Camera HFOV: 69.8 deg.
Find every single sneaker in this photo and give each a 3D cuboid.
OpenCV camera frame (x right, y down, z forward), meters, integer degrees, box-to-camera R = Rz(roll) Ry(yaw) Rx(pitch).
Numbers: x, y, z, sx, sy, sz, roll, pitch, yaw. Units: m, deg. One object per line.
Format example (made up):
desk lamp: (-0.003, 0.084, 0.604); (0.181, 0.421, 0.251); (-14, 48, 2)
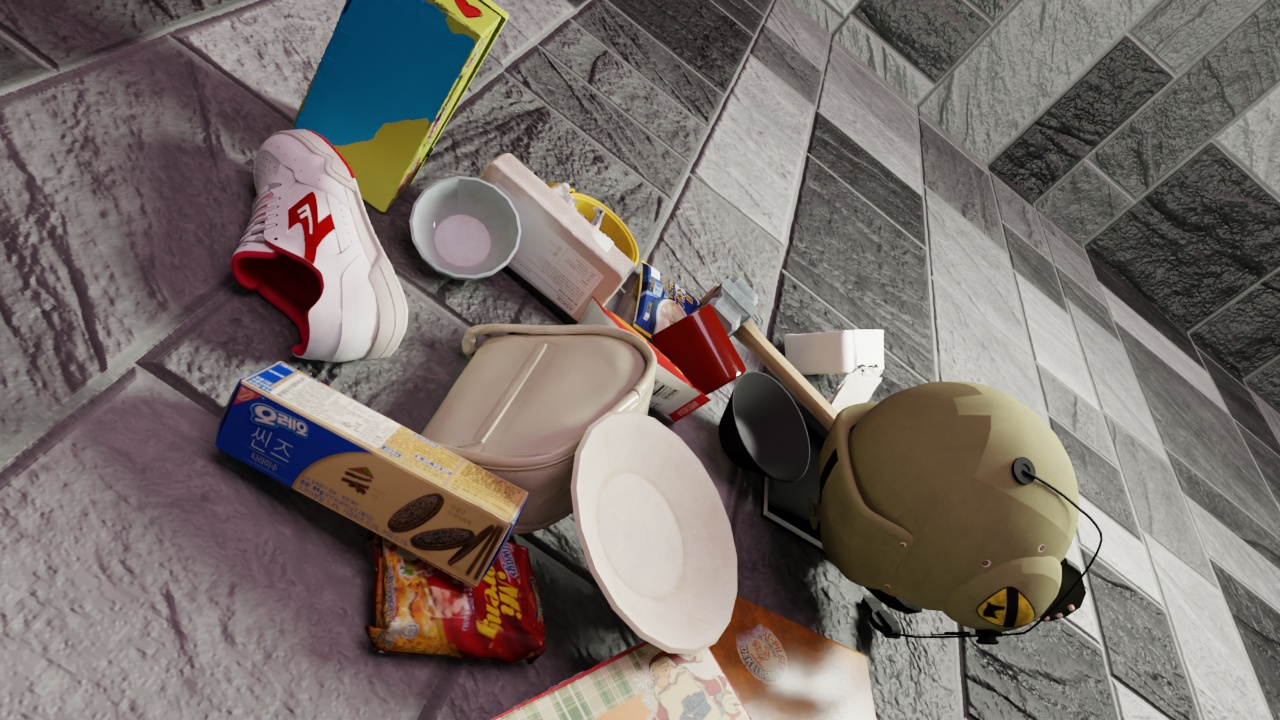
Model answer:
sneaker: (-0.286, -0.099, 0.752); (0.104, 0.091, 0.236); (-10, 63, -43)

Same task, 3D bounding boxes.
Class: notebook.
notebook: (0.202, 0.134, 1.041); (0.149, 0.016, 0.206); (32, 35, -14)
notebook: (0.106, 0.286, 0.775); (0.249, 0.014, 0.178); (29, 36, -20)

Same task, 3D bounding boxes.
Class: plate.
plate: (0.008, 0.130, 0.699); (0.188, 0.027, 0.188); (34, 42, -37)

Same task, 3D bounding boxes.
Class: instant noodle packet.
instant noodle packet: (0.030, -0.056, 1.068); (0.087, 0.026, 0.134); (34, 34, -21)
instant noodle packet: (-0.131, 0.164, 0.650); (0.135, 0.040, 0.098); (18, 34, -31)

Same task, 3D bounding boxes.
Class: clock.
clock: (-0.069, -0.143, 1.045); (0.152, 0.052, 0.113); (32, 35, -24)

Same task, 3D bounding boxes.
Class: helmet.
helmet: (0.281, 0.137, 0.880); (0.233, 0.256, 0.249); (32, 34, -21)

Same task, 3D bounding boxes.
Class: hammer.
hammer: (0.192, 0.036, 1.079); (0.323, 0.051, 0.117); (46, 28, -1)

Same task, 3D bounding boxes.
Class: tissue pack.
tissue pack: (-0.094, -0.127, 0.954); (0.181, 0.104, 0.071); (42, 32, 1)

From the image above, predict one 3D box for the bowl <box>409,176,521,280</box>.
bowl: (-0.173, -0.124, 0.901); (0.106, 0.039, 0.106); (5, 73, -15)

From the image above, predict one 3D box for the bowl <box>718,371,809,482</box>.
bowl: (0.120, 0.079, 0.976); (0.124, 0.053, 0.123); (26, 49, -35)

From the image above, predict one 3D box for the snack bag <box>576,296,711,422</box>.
snack bag: (-0.005, 0.005, 0.897); (0.144, 0.131, 0.039); (41, 72, -1)

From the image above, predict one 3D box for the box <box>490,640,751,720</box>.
box: (-0.012, 0.267, 0.628); (0.205, 0.050, 0.117); (-10, 56, -43)

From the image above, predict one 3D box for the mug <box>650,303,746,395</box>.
mug: (0.049, 0.000, 0.983); (0.105, 0.073, 0.082); (-29, 91, -14)

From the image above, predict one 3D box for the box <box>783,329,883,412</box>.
box: (0.251, 0.026, 1.164); (0.109, 0.103, 0.130); (-6, 93, -47)

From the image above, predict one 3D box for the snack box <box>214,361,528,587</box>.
snack box: (-0.184, 0.077, 0.635); (0.207, 0.057, 0.056); (28, 15, -1)

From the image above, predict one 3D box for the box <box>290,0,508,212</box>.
box: (-0.231, -0.262, 0.858); (0.124, 0.222, 0.082); (32, 35, -12)

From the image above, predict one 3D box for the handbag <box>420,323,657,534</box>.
handbag: (-0.098, 0.064, 0.773); (0.184, 0.132, 0.228); (16, 31, 6)
